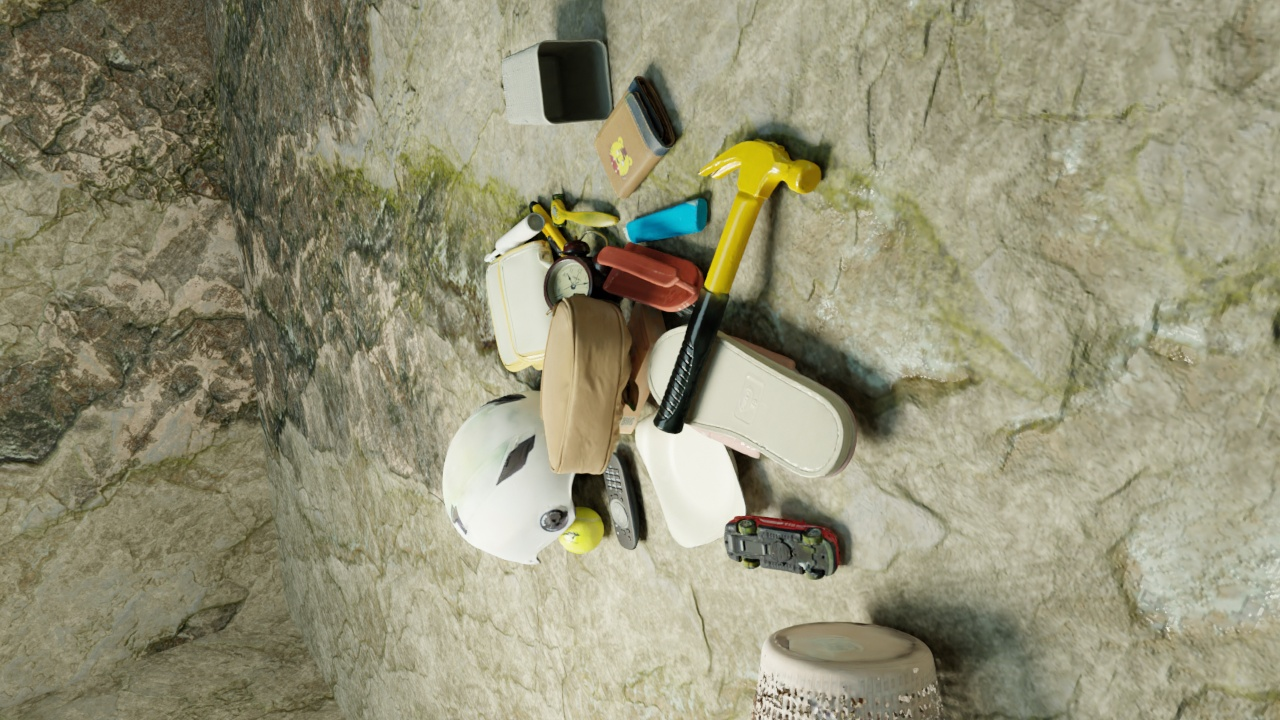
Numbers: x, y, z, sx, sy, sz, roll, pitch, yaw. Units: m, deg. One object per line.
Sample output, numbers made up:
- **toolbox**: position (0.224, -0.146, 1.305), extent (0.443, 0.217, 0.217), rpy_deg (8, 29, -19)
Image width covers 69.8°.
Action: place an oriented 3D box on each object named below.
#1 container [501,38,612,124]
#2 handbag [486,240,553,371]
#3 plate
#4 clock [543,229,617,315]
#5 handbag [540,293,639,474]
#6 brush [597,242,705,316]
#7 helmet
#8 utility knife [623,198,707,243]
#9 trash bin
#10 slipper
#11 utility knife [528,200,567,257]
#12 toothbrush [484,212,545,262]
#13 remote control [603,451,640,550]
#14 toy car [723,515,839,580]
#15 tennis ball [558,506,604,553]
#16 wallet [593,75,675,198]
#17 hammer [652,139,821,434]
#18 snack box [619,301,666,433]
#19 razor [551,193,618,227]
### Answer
- **container**: position (-0.102, -0.320, 1.070), extent (0.114, 0.090, 0.090), rpy_deg (17, 116, 56)
- **handbag**: position (-0.136, -0.078, 1.227), extent (0.179, 0.063, 0.163), rpy_deg (-20, 79, 50)
- **plate**: position (0.064, 0.125, 1.047), extent (0.164, 0.034, 0.164), rpy_deg (-37, 71, 55)
- **clock**: position (-0.070, -0.100, 1.120), extent (0.082, 0.055, 0.122), rpy_deg (29, 104, 30)
- **handbag**: position (-0.061, 0.025, 1.049), extent (0.147, 0.099, 0.205), rpy_deg (-118, 35, -59)
- **brush**: position (0.014, -0.090, 0.993), extent (0.146, 0.069, 0.063), rpy_deg (24, 84, 49)
- **helmet**: position (-0.193, 0.152, 1.281), extent (0.259, 0.145, 0.228), rpy_deg (-59, 36, 32)
- **utility knife**: position (0.022, -0.150, 1.016), extent (0.162, 0.018, 0.034), rpy_deg (-1, 98, 58)
- **trash bin**: position (0.185, 0.347, 0.822), extent (0.228, 0.227, 0.192), rpy_deg (-2, 89, 56)
- **slipper**: position (0.108, 0.037, 0.913), extent (0.275, 0.054, 0.114), rpy_deg (24, 106, 47)
- **utility knife**: position (-0.099, -0.143, 1.193), extent (0.192, 0.015, 0.033), rpy_deg (53, 159, 30)
- **toothbrush**: position (-0.183, -0.166, 1.285), extent (0.221, 0.026, 0.026), rpy_deg (-16, 53, 63)
- **remote control**: position (-0.022, 0.182, 1.207), extent (0.053, 0.024, 0.136), rpy_deg (2, 105, 54)
- **toy car**: position (0.144, 0.185, 0.931), extent (0.121, 0.045, 0.053), rpy_deg (6, 114, 31)
- **tennis ball**: position (-0.084, 0.237, 1.281), extent (0.065, 0.065, 0.065), rpy_deg (27, 124, 49)
- **wallet**: position (-0.010, -0.244, 1.015), extent (0.116, 0.033, 0.090), rpy_deg (-40, 71, 58)
- **hammer**: position (0.073, -0.067, 0.892), extent (0.129, 0.032, 0.301), rpy_deg (37, 114, 46)
- **snack box**: position (-0.006, 0.006, 1.084), extent (0.158, 0.026, 0.084), rpy_deg (113, 155, -43)
- **razor**: position (-0.072, -0.180, 1.138), extent (0.133, 0.028, 0.043), rpy_deg (20, 116, 49)
